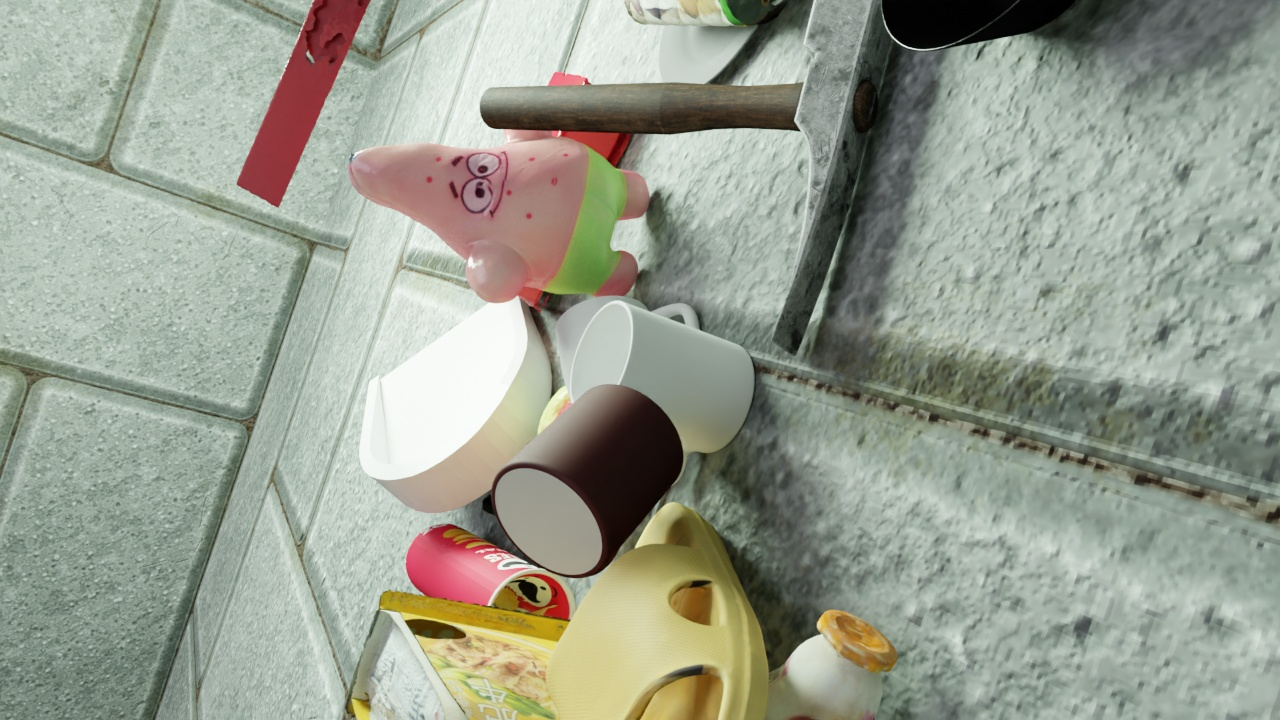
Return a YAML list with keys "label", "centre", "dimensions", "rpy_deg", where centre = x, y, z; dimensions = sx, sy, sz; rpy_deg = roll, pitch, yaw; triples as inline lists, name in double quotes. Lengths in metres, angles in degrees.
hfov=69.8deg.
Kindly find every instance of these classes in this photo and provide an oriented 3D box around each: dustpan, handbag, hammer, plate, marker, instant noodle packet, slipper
- label: "dustpan"
  centre: [-0.181, 0.026, 0.857]
  dimensions: [0.191, 0.053, 0.257]
  rpy_deg: [-35, 37, 5]
- label: "handbag"
  centre: [0.056, -0.320, 0.687]
  dimensions: [0.195, 0.072, 0.139]
  rpy_deg: [38, 108, 61]
- label: "hammer"
  centre: [0.000, -0.131, 0.603]
  dimensions: [0.301, 0.037, 0.217]
  rpy_deg: [10, 82, 34]
- label: "plate"
  centre: [0.070, -0.299, 0.742]
  dimensions: [0.179, 0.012, 0.178]
  rpy_deg: [-38, 42, 46]
- label: "marker"
  centre: [-0.105, 0.136, 0.787]
  dimensions: [0.147, 0.017, 0.017]
  rpy_deg: [4, 77, 61]
- label: "instant noodle packet"
  centre: [-0.050, 0.204, 0.495]
  dimensions: [0.222, 0.163, 0.084]
  rpy_deg: [8, 79, 61]
- label: "slipper"
  centre: [0.002, 0.137, 0.453]
  dimensions: [0.099, 0.078, 0.263]
  rpy_deg: [-61, 8, 11]

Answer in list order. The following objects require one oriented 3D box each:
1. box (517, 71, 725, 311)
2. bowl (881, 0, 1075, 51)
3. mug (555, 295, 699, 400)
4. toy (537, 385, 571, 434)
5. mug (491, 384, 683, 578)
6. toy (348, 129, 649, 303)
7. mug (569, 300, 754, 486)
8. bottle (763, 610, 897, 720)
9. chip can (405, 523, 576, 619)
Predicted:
- label: "box"
  centre: [-0.034, -0.155, 0.992]
  dimensions: [0.148, 0.374, 0.213]
  rpy_deg: [32, 99, 30]
- label: "bowl"
  centre: [0.181, -0.196, 0.441]
  dimensions: [0.124, 0.052, 0.123]
  rpy_deg: [-38, 42, 46]
- label: "mug"
  centre: [-0.004, 0.004, 0.649]
  dimensions: [0.107, 0.071, 0.089]
  rpy_deg: [-24, 57, 19]
- label: "toy"
  centre: [-0.052, 0.068, 0.703]
  dimensions: [0.092, 0.045, 0.135]
  rpy_deg: [-61, 24, 23]
- label: "mug"
  centre: [-0.027, 0.078, 0.507]
  dimensions: [0.073, 0.082, 0.106]
  rpy_deg: [15, 125, 25]
- label: "toy"
  centre: [-0.105, -0.125, 0.712]
  dimensions: [0.097, 0.236, 0.191]
  rpy_deg: [130, 149, -62]
- label: "mug"
  centre: [0.007, 0.029, 0.574]
  dimensions: [0.074, 0.090, 0.110]
  rpy_deg: [23, 94, 62]
- label: "bottle"
  centre: [0.072, 0.164, 0.405]
  dimensions: [0.108, 0.063, 0.063]
  rpy_deg: [-65, 29, 13]
- label: "chip can"
  centre: [-0.130, 0.183, 0.749]
  dimensions: [0.221, 0.069, 0.069]
  rpy_deg: [0, 73, 61]
